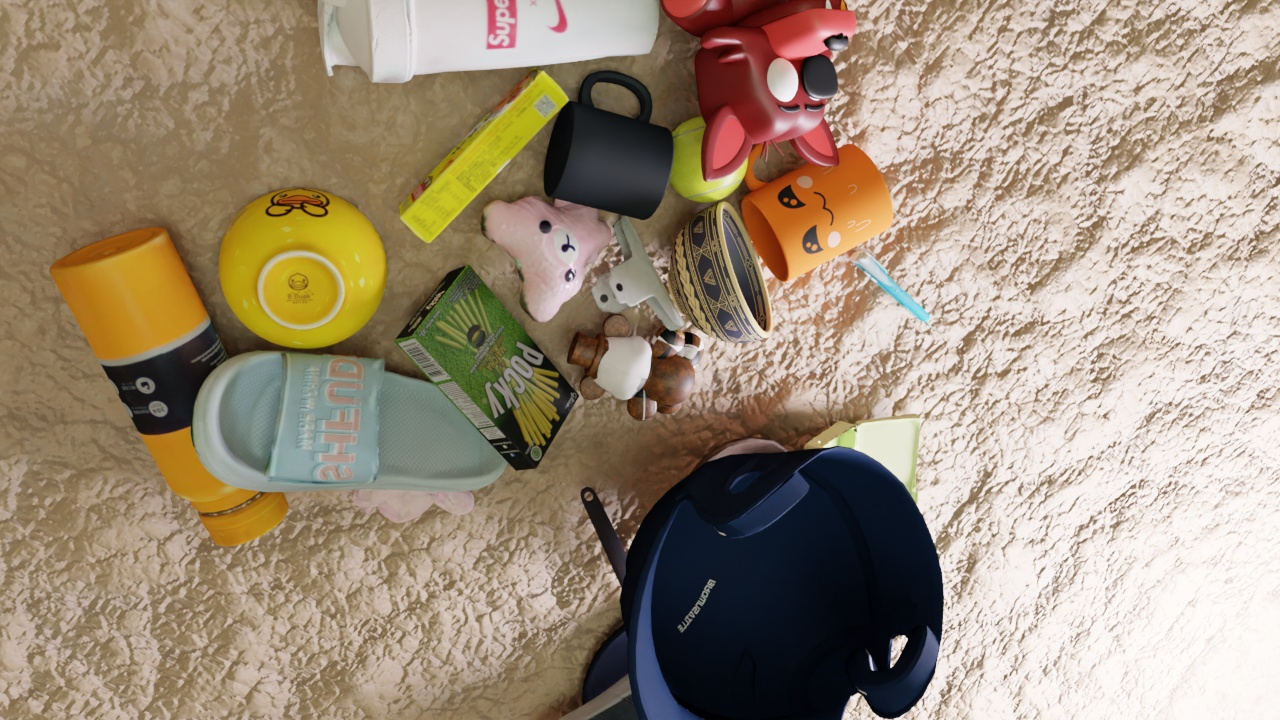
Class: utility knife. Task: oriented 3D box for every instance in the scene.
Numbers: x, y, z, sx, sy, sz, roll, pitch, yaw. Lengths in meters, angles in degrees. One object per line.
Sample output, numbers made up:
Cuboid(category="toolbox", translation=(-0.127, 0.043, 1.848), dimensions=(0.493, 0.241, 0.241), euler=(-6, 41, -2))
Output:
Cuboid(category="utility knife", translation=(0.232, -0.061, 0.827), dimensions=(0.123, 0.022, 0.015), euler=(36, 91, -26))

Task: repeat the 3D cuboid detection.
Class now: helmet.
Cuboid(category="helmet", translation=(0.084, 0.202, 0.734), dimensions=(0.232, 0.224, 0.271), euler=(49, 50, -14))

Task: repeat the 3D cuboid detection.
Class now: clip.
Cuboid(category="clip", translation=(-0.010, -0.060, 0.733), dimensions=(0.054, 0.040, 0.101), euler=(-29, 92, -29))

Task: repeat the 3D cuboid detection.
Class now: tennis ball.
Cuboid(category="tennis ball", translation=(0.050, -0.155, 0.707), dimensions=(0.065, 0.065, 0.065), euler=(-6, 113, -15))

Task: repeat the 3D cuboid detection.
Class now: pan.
Cuboid(category="pan", translation=(0.011, 0.258, 0.892), dimensions=(0.198, 0.021, 0.357), euler=(-25, 118, -6))

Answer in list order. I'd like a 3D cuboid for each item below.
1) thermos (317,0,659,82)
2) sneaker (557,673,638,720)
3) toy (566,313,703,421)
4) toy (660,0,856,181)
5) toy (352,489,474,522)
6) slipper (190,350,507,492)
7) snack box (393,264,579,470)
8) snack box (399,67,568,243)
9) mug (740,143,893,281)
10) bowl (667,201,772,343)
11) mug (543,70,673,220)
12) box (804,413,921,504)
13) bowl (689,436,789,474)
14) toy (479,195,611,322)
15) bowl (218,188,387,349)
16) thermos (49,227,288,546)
Cuboid(category="thermos", translation=(-0.102, -0.240, 0.614), dimensions=(0.220, 0.099, 0.099), euler=(-8, 114, -19))
Cuboid(category="sneaker", translation=(0.004, 0.358, 0.871), dimensions=(0.235, 0.087, 0.089), euler=(-27, 117, -4))
Cuboid(category="toy", translation=(-0.005, 0.004, 0.763), dimensions=(0.112, 0.067, 0.087), euler=(19, 105, -14))
Cuboid(category="toy", translation=(0.089, -0.232, 0.641), dimensions=(0.158, 0.121, 0.197), euler=(-17, 102, -43))
Cuboid(category="toy", translation=(-0.183, 0.101, 0.755), dimensions=(0.109, 0.047, 0.064), euler=(8, 111, -33))
Cuboid(category="slipper", translation=(-0.198, 0.045, 0.677), dimensions=(0.245, 0.104, 0.074), euler=(12, 151, -37))
Cuboid(category="snack box", translation=(-0.116, 0.008, 0.720), dimensions=(0.147, 0.025, 0.080), euler=(52, 48, -28))
Cuboid(category="snack box", translation=(-0.116, -0.151, 0.672), dimensions=(0.148, 0.040, 0.029), euler=(-45, 117, 4))
Cuboid(category="mug", translation=(0.134, -0.135, 0.744), dimensions=(0.096, 0.077, 0.112), euler=(-28, 91, -5))
Cuboid(category="bowl", translation=(0.057, -0.063, 0.733), dimensions=(0.061, 0.112, 0.112), euler=(-18, 119, 19))
Cuboid(category="mug", translation=(-0.023, -0.165, 0.686), dimensions=(0.077, 0.071, 0.105), euler=(10, 82, -21))
Cuboid(category="box", translation=(0.209, 0.146, 0.897), dimensions=(0.140, 0.047, 0.188), euler=(-14, 116, -21))
Cuboid(category="bowl", translation=(0.091, 0.119, 0.854), dimensions=(0.117, 0.030, 0.118), euler=(-6, 114, -14))
Cuboid(category="toy", translation=(-0.066, -0.091, 0.707), dimensions=(0.095, 0.053, 0.099), euler=(-32, 109, -18))
Cuboid(category="bowl", translation=(-0.241, -0.059, 0.657), dimensions=(0.117, 0.067, 0.117), euler=(-6, 113, -15))
Cuboid(category="thermos", translation=(-0.320, 0.023, 0.661), dimensions=(0.091, 0.076, 0.233), euler=(-16, 115, -3))
